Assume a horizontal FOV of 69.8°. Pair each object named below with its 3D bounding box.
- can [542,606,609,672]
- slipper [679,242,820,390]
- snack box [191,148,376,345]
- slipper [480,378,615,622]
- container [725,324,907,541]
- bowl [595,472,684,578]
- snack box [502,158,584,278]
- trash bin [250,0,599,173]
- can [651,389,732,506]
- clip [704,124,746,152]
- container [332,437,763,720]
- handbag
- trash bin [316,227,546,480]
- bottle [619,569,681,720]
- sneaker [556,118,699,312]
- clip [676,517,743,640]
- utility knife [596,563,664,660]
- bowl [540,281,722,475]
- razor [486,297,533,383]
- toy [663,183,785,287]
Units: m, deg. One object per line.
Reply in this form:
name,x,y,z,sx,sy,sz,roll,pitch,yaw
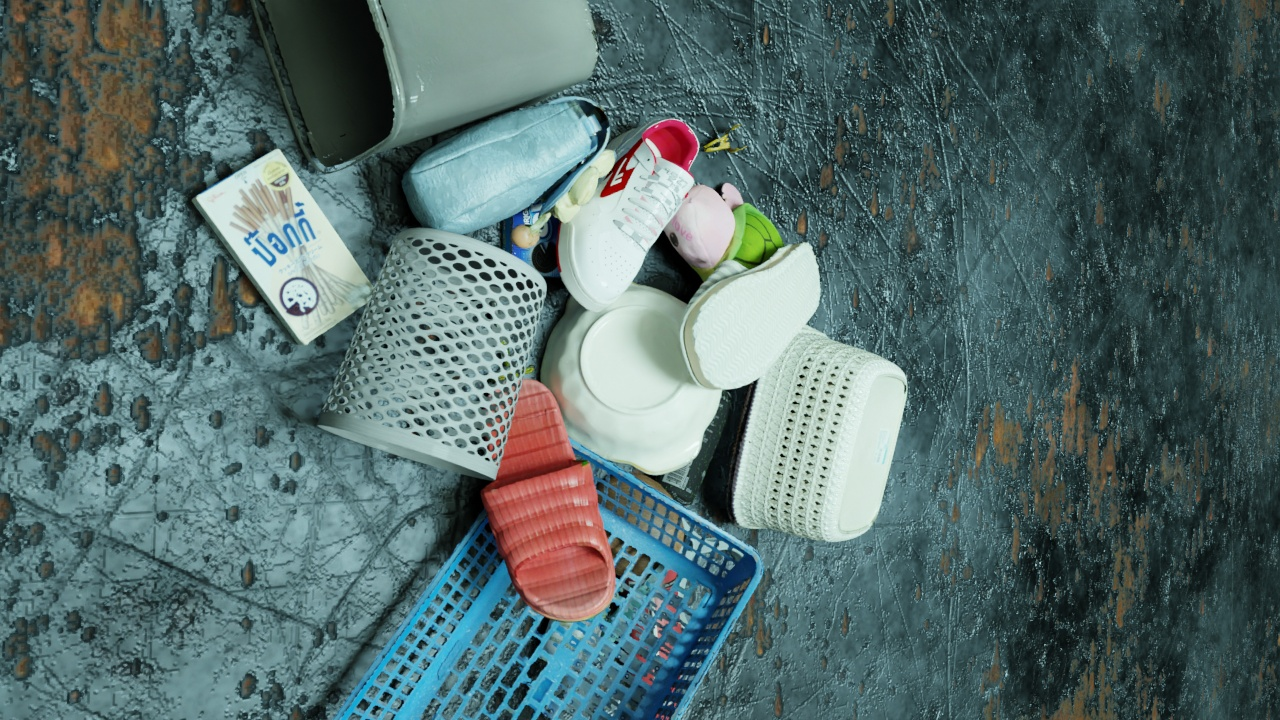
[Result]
can,-0.064,0.265,0.947,0.055,0.055,0.101,25,77,-32
slipper,0.116,-0.051,0.947,0.271,0.054,0.114,-32,109,-47
snack box,-0.304,-0.096,0.792,0.081,0.026,0.150,-40,112,-26
slipper,-0.094,0.119,0.845,0.103,0.059,0.248,-18,63,-7
container,0.202,0.089,1.048,0.184,0.143,0.251,6,98,-55
bowl,-0.008,0.170,0.961,0.102,0.026,0.114,-36,75,-12
snack box,-0.098,-0.159,0.928,0.082,0.027,0.150,-1,92,-34
trash bin,-0.176,-0.286,0.782,0.219,0.198,0.197,-24,103,-38
can,0.057,0.094,1.025,0.054,0.054,0.137,32,74,-30
clip,0.099,-0.249,1.052,0.048,0.054,0.046,31,95,-10
container,-0.082,0.278,0.850,0.257,0.089,0.361,29,69,15
handbag,-0.114,-0.163,0.836,0.191,0.122,0.118,-29,104,-16
trash bin,-0.175,-0.005,0.806,0.156,0.157,0.183,24,75,-32
bottle,0.014,0.302,0.997,0.062,0.062,0.176,-8,96,-34
sneaker,0.000,-0.156,0.909,0.090,0.105,0.235,44,48,-26
clip,0.053,0.261,1.044,0.172,0.031,0.164,37,70,-29
utility knife,-0.011,0.259,0.959,0.022,0.015,0.148,39,110,6
bowl,-0.005,0.005,0.921,0.188,0.060,0.219,-22,78,-9
razor,-0.140,-0.033,0.909,0.042,0.026,0.106,-18,97,-30
toy,0.107,-0.115,1.032,0.238,0.088,0.189,40,61,-41
